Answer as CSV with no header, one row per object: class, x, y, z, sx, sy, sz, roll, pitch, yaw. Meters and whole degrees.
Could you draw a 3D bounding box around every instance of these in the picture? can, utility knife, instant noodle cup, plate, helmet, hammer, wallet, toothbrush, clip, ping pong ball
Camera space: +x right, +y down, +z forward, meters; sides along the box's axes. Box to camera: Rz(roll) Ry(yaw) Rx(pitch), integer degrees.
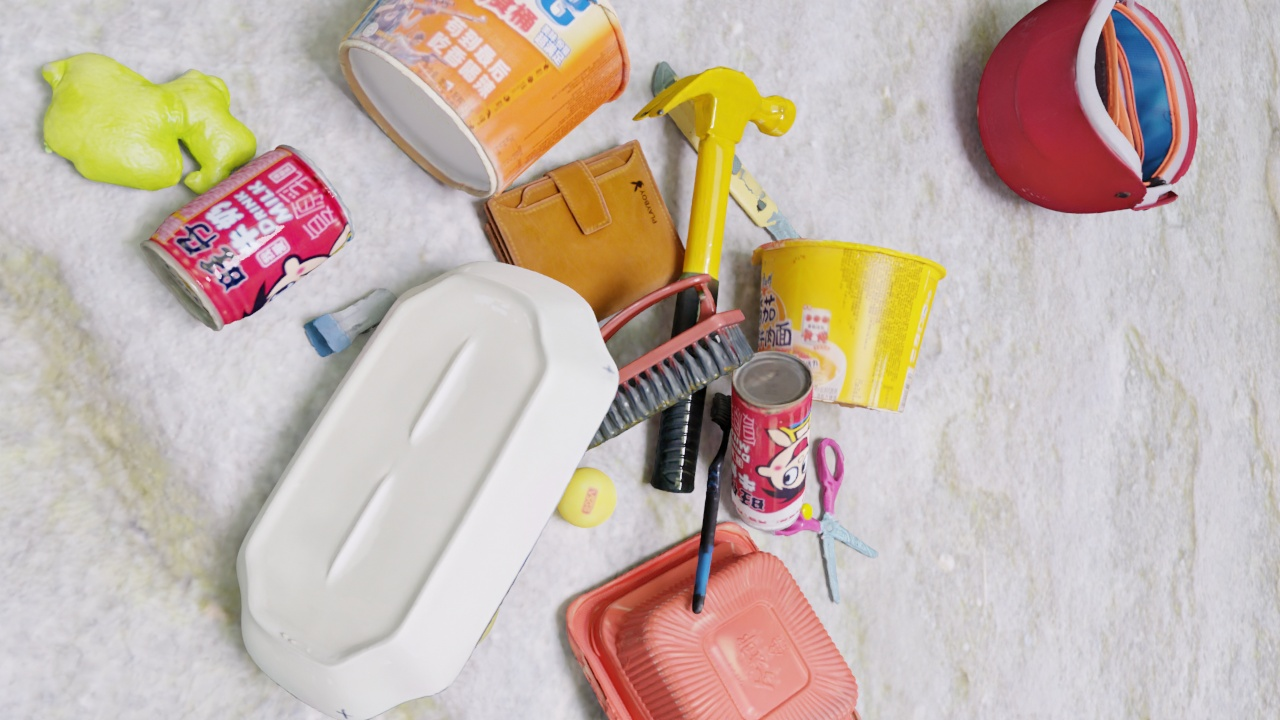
can,0.090,0.059,0.638,0.053,0.053,0.133,-34,140,-28
utility knife,0.070,-0.149,0.714,0.030,0.020,0.190,-48,112,-19
instant noodle cup,0.061,0.206,0.600,0.164,0.079,0.188,-23,74,-32
plate,-0.123,0.056,0.497,0.265,0.162,0.034,-60,155,-14
helmet,0.398,-0.229,0.835,0.239,0.144,0.207,-12,91,-44
instant noodle cup,-0.097,-0.177,0.548,0.151,0.151,0.111,44,74,-18
hammer,0.041,-0.057,0.648,0.128,0.033,0.300,7,90,-37
can,-0.216,-0.067,0.508,0.093,0.067,0.066,-44,106,-26
wallet,-0.038,-0.089,0.635,0.130,0.035,0.119,-30,105,-29
toothbrush,0.048,0.089,0.626,0.016,0.014,0.189,36,41,-20
instant noodle cup,0.147,-0.022,0.678,0.138,0.138,0.110,10,89,-28
clip,-0.172,-0.025,0.556,0.058,0.043,0.027,-34,97,-36
ping pong ball,-0.036,0.091,0.609,0.040,0.040,0.040,4,83,-29

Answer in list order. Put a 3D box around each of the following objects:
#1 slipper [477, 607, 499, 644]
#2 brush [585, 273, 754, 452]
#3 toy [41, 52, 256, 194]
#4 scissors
slipper,-0.102,0.087,0.550,0.091,0.082,0.190,11,82,-31
brush,-0.004,0.003,0.593,0.069,0.146,0.063,61,19,4
toy,-0.270,-0.127,0.504,0.100,0.031,0.097,-33,103,-29
scissors,0.148,0.122,0.726,0.133,0.017,0.130,31,68,-28
